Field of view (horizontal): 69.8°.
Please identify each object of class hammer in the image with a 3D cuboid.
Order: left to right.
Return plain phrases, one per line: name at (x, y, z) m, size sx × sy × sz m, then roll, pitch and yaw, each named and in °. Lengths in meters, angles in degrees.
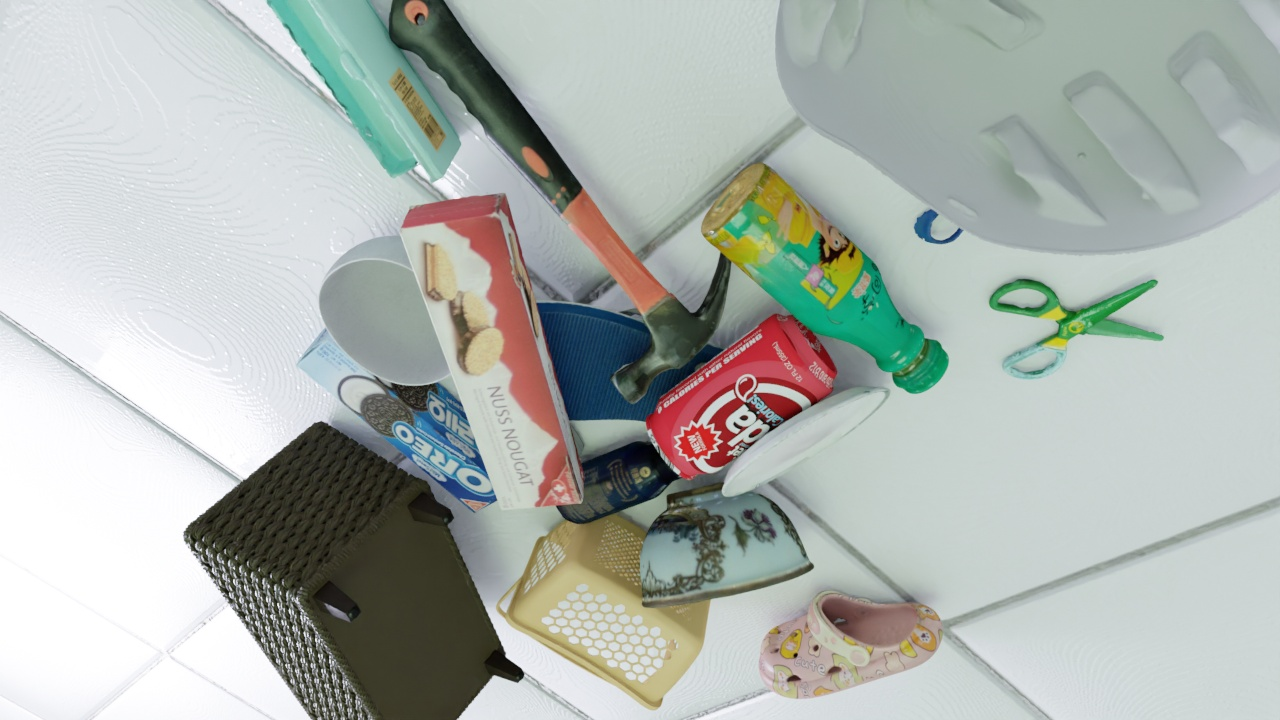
hammer at (-0.061, -0.129, 0.671) m, size 0.133 × 0.033 × 0.333 m, roll -40°, pitch 105°, yaw 4°

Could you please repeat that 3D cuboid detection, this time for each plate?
plate at (0.131, 0.063, 0.738) m, size 0.157 × 0.156 × 0.014 m, roll -46°, pitch 66°, yaw 38°

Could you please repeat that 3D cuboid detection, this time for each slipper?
slipper at (-0.005, 0.005, 0.774) m, size 0.294 × 0.060 × 0.118 m, roll 12°, pitch 126°, yaw -10°
slipper at (0.197, 0.273, 0.914) m, size 0.198 × 0.093 × 0.081 m, roll -22°, pitch 108°, yaw 30°

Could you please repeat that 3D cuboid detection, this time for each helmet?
helmet at (0.218, -0.174, 0.468) m, size 0.282 × 0.183 × 0.225 m, roll 35°, pitch 145°, yaw 5°

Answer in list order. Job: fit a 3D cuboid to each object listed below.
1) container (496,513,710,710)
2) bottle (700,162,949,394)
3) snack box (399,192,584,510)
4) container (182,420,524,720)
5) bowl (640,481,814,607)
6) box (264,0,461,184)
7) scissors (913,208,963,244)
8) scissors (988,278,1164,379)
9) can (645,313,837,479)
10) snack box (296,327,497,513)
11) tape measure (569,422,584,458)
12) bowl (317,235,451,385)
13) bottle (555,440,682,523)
container at (-0.039, 0.258, 0.941) m, size 0.183 × 0.129 × 0.167 m, roll 34°, pitch 122°, yaw -10°
bottle at (0.141, -0.053, 0.673) m, size 0.209 × 0.067 × 0.068 m, roll 38°, pitch 128°, yaw -15°
snack box at (-0.106, 0.006, 0.709) m, size 0.077 × 0.044 × 0.273 m, roll -6°, pitch 125°, yaw 7°
container at (-0.267, 0.255, 0.936) m, size 0.205 × 0.176 × 0.321 m, roll 15°, pitch 134°, yaw 33°
bowl at (0.069, 0.161, 0.840) m, size 0.160 × 0.159 × 0.094 m, roll -17°, pitch 80°, yaw 28°
box at (-0.207, -0.208, 0.643) m, size 0.078 × 0.109 × 0.187 m, roll -26°, pitch 121°, yaw 12°
scissors at (0.229, -0.127, 0.625) m, size 0.127 × 0.014 × 0.129 m, roll 11°, pitch 127°, yaw 2°
scissors at (0.320, -0.021, 0.682) m, size 0.128 × 0.012 × 0.122 m, roll 12°, pitch 132°, yaw 8°
can at (0.078, 0.028, 0.715) m, size 0.143 × 0.074 × 0.074 m, roll -37°, pitch 112°, yaw 18°
snack box at (-0.215, 0.051, 0.872) m, size 0.059 × 0.059 × 0.226 m, roll -32°, pitch 113°, yaw 30°
tape measure at (-0.089, 0.076, 0.878) m, size 0.062 × 0.020 × 0.060 m, roll -5°, pitch 132°, yaw 21°
bowl at (-0.198, -0.049, 0.780) m, size 0.132 × 0.064 × 0.132 m, roll 8°, pitch 130°, yaw 10°
bottle at (-0.008, 0.107, 0.855) m, size 0.161 × 0.056 × 0.056 m, roll -24°, pitch 118°, yaw 29°
